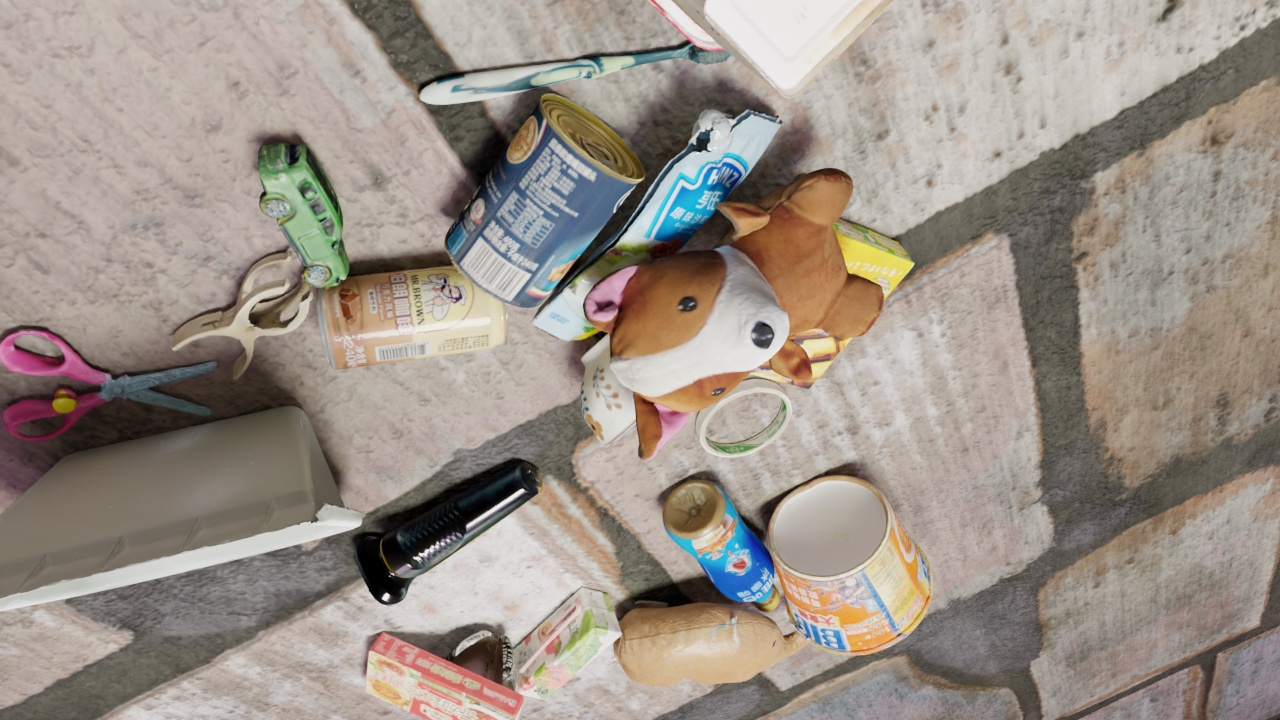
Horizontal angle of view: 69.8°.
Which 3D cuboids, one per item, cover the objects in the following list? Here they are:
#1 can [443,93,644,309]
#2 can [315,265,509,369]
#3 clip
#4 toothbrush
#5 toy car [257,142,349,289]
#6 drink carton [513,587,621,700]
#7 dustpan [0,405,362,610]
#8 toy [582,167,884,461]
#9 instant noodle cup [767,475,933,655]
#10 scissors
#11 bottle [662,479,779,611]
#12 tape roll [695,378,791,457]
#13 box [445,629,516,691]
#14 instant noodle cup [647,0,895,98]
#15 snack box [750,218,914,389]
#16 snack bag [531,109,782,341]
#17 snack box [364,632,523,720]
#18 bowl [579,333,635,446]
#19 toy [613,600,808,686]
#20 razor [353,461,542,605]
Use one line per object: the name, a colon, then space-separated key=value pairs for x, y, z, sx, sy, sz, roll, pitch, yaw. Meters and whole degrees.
can: x=-0.061 y=-0.094 z=0.558 sx=0.075 sy=0.075 sz=0.111 roll=23 pitch=121 yaw=-37
can: x=-0.147 y=-0.030 z=0.596 sx=0.116 sy=0.058 sz=0.059 roll=-9 pitch=134 yaw=-15
clip: x=-0.247 y=-0.028 z=0.580 sx=0.100 sy=0.034 sz=0.071 roll=-34 pitch=136 yaw=23
toothbrush: x=-0.033 y=-0.169 z=0.537 sx=0.191 sy=0.018 sz=0.016 roll=-13 pitch=134 yaw=-10
toy car: x=-0.194 y=-0.084 z=0.537 sx=0.036 sy=0.043 sz=0.091 roll=-18 pitch=136 yaw=-6
drink carton: x=-0.078 y=0.288 z=0.933 sx=0.045 sy=0.053 sz=0.123 roll=27 pitch=117 yaw=-38
dustpan: x=-0.292 y=0.130 z=0.600 sx=0.222 sy=0.257 sz=0.143 roll=-13 pitch=112 yaw=-10
toy: x=0.062 y=-0.032 z=0.582 sx=0.199 sy=0.130 sz=0.140 roll=-28 pitch=108 yaw=-19
instant noodle cup: x=0.196 y=0.192 z=0.892 sx=0.151 sy=0.151 sz=0.111 roll=-27 pitch=128 yaw=4
scissors: x=-0.344 y=0.011 z=0.590 sx=0.134 sy=0.017 sz=0.113 roll=-15 pitch=131 yaw=-14
bottle: x=0.090 y=0.193 z=0.901 sx=0.065 sy=0.065 sz=0.219 roll=-29 pitch=137 yaw=6
tape roll: x=0.090 y=0.051 z=0.801 sx=0.085 sy=0.014 sz=0.086 roll=-11 pitch=135 yaw=-12
box: x=-0.154 y=0.344 z=0.933 sx=0.076 sy=0.088 sz=0.163 roll=-29 pitch=143 yaw=-43
instant noodle cup: x=0.059 y=-0.207 z=0.462 sx=0.116 sy=0.124 sz=0.116 roll=-43 pitch=132 yaw=20
snack box: x=0.136 y=-0.043 z=0.717 sx=0.086 sy=0.033 sz=0.141 roll=14 pitch=124 yaw=-33
snack bag: x=0.012 y=-0.089 z=0.596 sx=0.191 sy=0.039 sz=0.110 roll=-45 pitch=160 yaw=26
snack box: x=-0.190 y=0.320 z=0.882 sx=0.153 sy=0.025 sz=0.075 roll=22 pitch=128 yaw=5
bowl: x=-0.004 y=0.004 z=0.669 sx=0.114 sy=0.113 sz=0.062 roll=-42 pitch=91 yaw=19
toy: x=0.084 y=0.297 z=0.963 sx=0.226 sy=0.082 sz=0.144 roll=0 pitch=154 yaw=-4
razor: x=-0.157 y=0.138 z=0.766 sx=0.167 sy=0.062 sz=0.067 roll=-32 pitch=166 yaw=2
